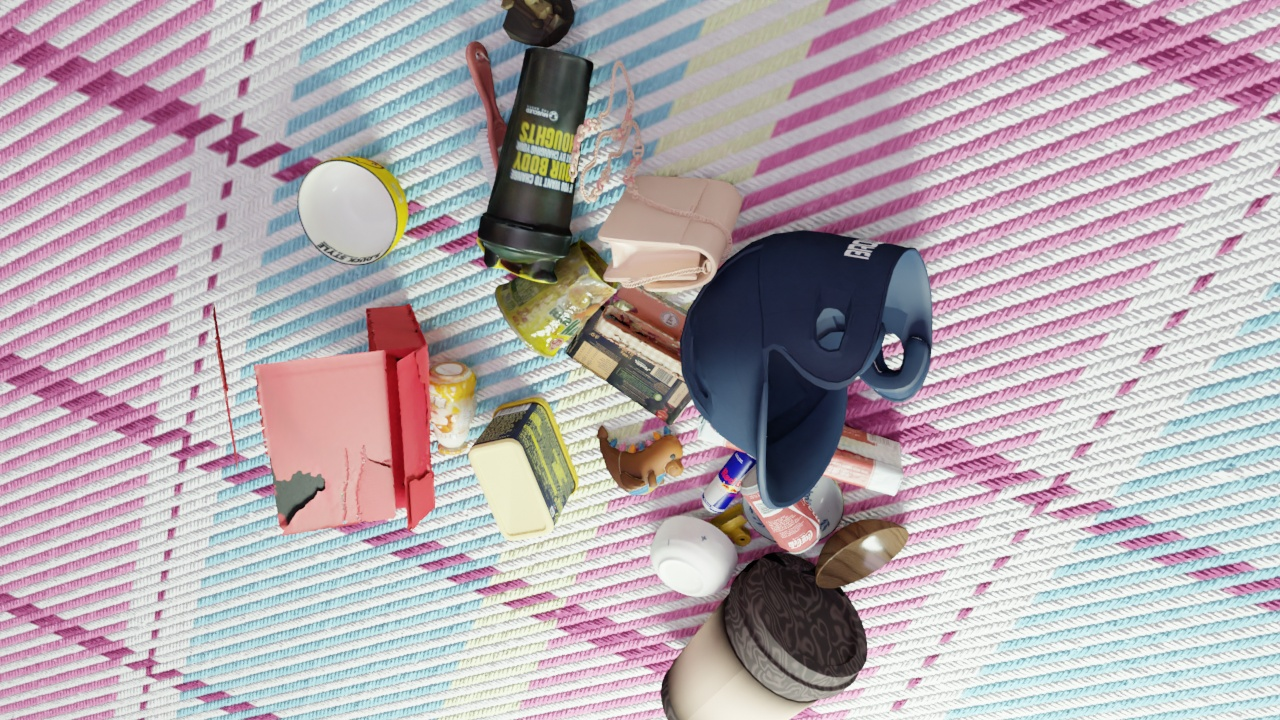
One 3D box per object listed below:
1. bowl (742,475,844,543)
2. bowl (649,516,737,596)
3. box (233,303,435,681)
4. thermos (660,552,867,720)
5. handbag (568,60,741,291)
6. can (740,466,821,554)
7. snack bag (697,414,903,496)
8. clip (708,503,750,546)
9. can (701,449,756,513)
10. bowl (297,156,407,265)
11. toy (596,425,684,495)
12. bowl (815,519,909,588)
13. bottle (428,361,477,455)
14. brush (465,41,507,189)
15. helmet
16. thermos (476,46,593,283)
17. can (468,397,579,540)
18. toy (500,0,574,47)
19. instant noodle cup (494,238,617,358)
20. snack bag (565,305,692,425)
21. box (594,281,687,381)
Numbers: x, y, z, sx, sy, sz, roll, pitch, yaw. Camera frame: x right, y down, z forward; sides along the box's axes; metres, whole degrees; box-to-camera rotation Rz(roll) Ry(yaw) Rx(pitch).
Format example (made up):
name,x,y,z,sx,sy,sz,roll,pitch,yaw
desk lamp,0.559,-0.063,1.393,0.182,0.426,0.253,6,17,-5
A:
name,x,y,z,sx,sy,sz,roll,pitch,yaw
bowl,0.177,0.154,1.056,0.114,0.045,0.114,5,114,11
bowl,0.059,0.242,1.101,0.105,0.054,0.105,17,134,18
box,-0.284,0.107,0.944,0.107,0.408,0.212,4,115,1
thermos,0.136,0.362,1.098,0.172,0.172,0.227,34,122,-3
handbag,0.025,-0.169,0.860,0.117,0.198,0.187,2,124,16
can,0.155,0.162,1.008,0.054,0.053,0.096,-30,104,23
snack bag,0.175,0.088,1.009,0.225,0.077,0.041,15,117,6
clip,0.112,0.204,1.103,0.054,0.045,0.048,-35,77,22
can,0.107,0.137,1.072,0.032,0.032,0.095,32,116,-3
bowl,-0.308,-0.169,1.009,0.117,0.067,0.117,5,114,10
toy,0.000,0.106,1.083,0.090,0.070,0.103,-38,78,11
bowl,0.247,0.215,1.054,0.119,0.032,0.119,-17,142,-14
bottle,-0.226,0.058,1.095,0.063,0.063,0.109,6,115,10
brush,-0.158,-0.244,0.962,0.030,0.040,0.172,-1,114,32
helmet,0.146,0.009,0.893,0.223,0.232,0.272,4,87,31
thermos,-0.104,-0.195,0.922,0.098,0.098,0.221,13,101,7
can,-0.137,0.129,1.083,0.075,0.104,0.135,-13,110,18
toy,-0.113,-0.349,0.895,0.076,0.063,0.100,-42,78,-18
instant noodle cup,-0.086,-0.071,0.996,0.108,0.102,0.102,-36,102,15
snack bag,-0.006,0.006,1.047,0.155,0.018,0.075,35,114,-4
box,0.043,-0.017,1.006,0.187,0.054,0.078,28,83,-2
